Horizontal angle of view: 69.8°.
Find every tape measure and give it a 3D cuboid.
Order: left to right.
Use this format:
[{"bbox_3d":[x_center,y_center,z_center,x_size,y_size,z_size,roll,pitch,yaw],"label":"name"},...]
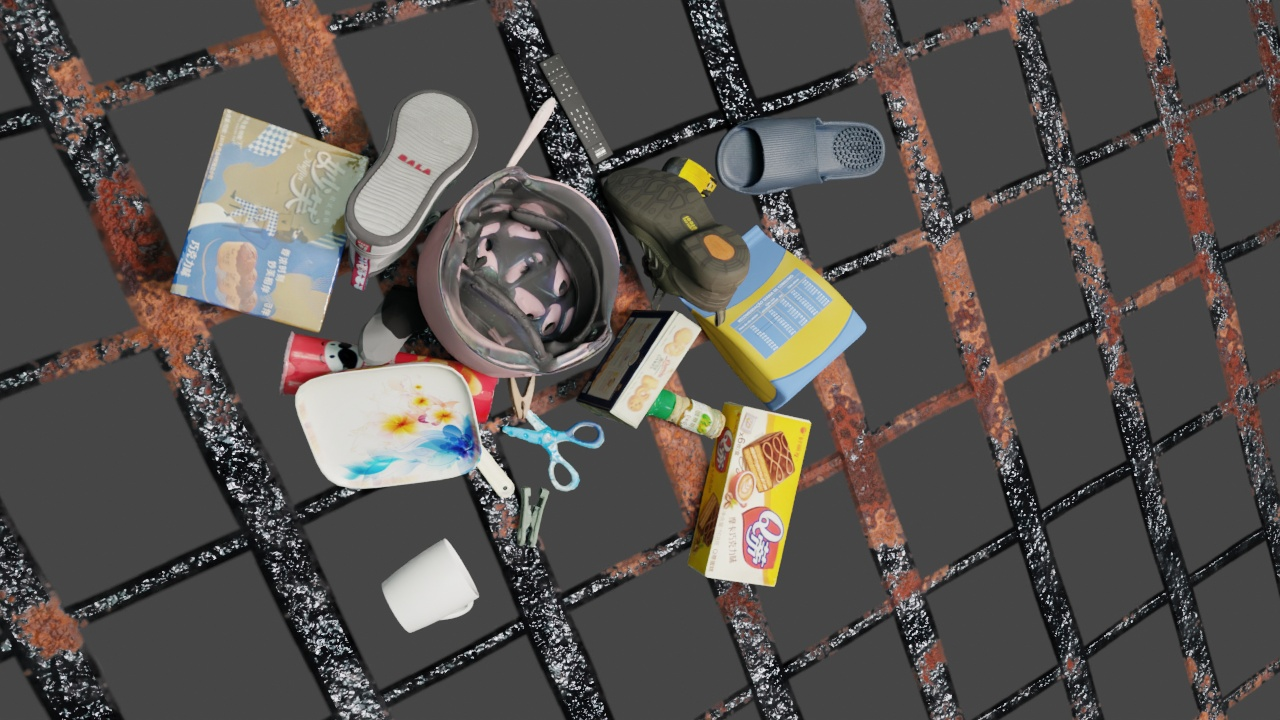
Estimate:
[{"bbox_3d":[0.060,-0.236,1.175,0.064,0.066,0.037,30,86,-19],"label":"tape measure"}]

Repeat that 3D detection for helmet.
[{"bbox_3d":[-0.144,-0.090,1.057,0.230,0.153,0.254,52,52,-17],"label":"helmet"}]

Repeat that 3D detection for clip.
[{"bbox_3d":[-0.143,0.041,1.136,0.039,0.024,0.060,-13,89,-21],"label":"clip"},{"bbox_3d":[-0.131,0.196,1.154,0.049,0.023,0.078,-2,92,-19],"label":"clip"}]

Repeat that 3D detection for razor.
[{"bbox_3d":[-0.278,-0.036,1.020,0.060,0.155,0.057,-33,109,28],"label":"razor"}]

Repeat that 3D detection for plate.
[{"bbox_3d":[-0.278,0.072,1.031,0.187,0.016,0.187,-7,133,-5],"label":"plate"}]

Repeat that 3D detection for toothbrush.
[{"bbox_3d":[-0.152,-0.248,1.121,0.015,0.018,0.181,34,81,-20],"label":"toothbrush"}]

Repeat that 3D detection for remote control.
[{"bbox_3d":[-0.080,-0.314,1.147,0.030,0.009,0.140,-33,104,-16],"label":"remote control"}]

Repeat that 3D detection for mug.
[{"bbox_3d":[-0.245,0.280,1.095,0.087,0.081,0.114,-31,134,-10],"label":"mug"}]

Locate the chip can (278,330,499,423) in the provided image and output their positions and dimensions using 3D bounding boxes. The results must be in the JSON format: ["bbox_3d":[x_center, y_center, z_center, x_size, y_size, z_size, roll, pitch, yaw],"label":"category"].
[{"bbox_3d":[-0.283,0.022,1.046,0.232,0.073,0.073,10,90,-17],"label":"chip can"}]

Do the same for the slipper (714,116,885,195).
[{"bbox_3d":[0.228,-0.283,1.227,0.263,0.083,0.101,-9,94,-20],"label":"slipper"}]

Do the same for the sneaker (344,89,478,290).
[{"bbox_3d":[-0.261,-0.196,1.033,0.096,0.129,0.262,26,53,-13],"label":"sneaker"}]

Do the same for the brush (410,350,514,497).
[{"bbox_3d":[-0.222,0.082,1.118,0.033,0.012,0.217,-39,106,-15],"label":"brush"}]

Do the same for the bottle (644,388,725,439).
[{"bbox_3d":[0.056,0.069,1.206,0.111,0.043,0.043,22,85,-21],"label":"bottle"}]

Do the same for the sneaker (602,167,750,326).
[{"bbox_3d":[0.044,-0.134,1.140,0.100,0.238,0.143,-27,146,-23],"label":"sneaker"}]

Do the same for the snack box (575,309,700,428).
[{"bbox_3d":[-0.007,0.007,1.122,0.042,0.145,0.144,36,81,-19],"label":"snack box"}]

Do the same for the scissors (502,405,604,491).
[{"bbox_3d":[-0.106,0.092,1.164,0.114,0.013,0.140,-42,104,-13],"label":"scissors"}]

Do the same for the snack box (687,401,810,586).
[{"bbox_3d":[0.147,0.180,1.235,0.110,0.062,0.230,14,88,-21],"label":"snack box"}]

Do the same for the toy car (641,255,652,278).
[{"bbox_3d":[0.054,-0.123,1.195,0.107,0.030,0.049,9,89,-3],"label":"toy car"}]

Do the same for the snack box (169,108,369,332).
[{"bbox_3d":[-0.402,-0.148,1.006,0.155,0.069,0.202,17,87,-22],"label":"snack box"}]

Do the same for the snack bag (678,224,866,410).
[{"bbox_3d":[0.168,-0.061,1.218,0.158,0.102,0.205,-40,83,-14],"label":"snack bag"}]
